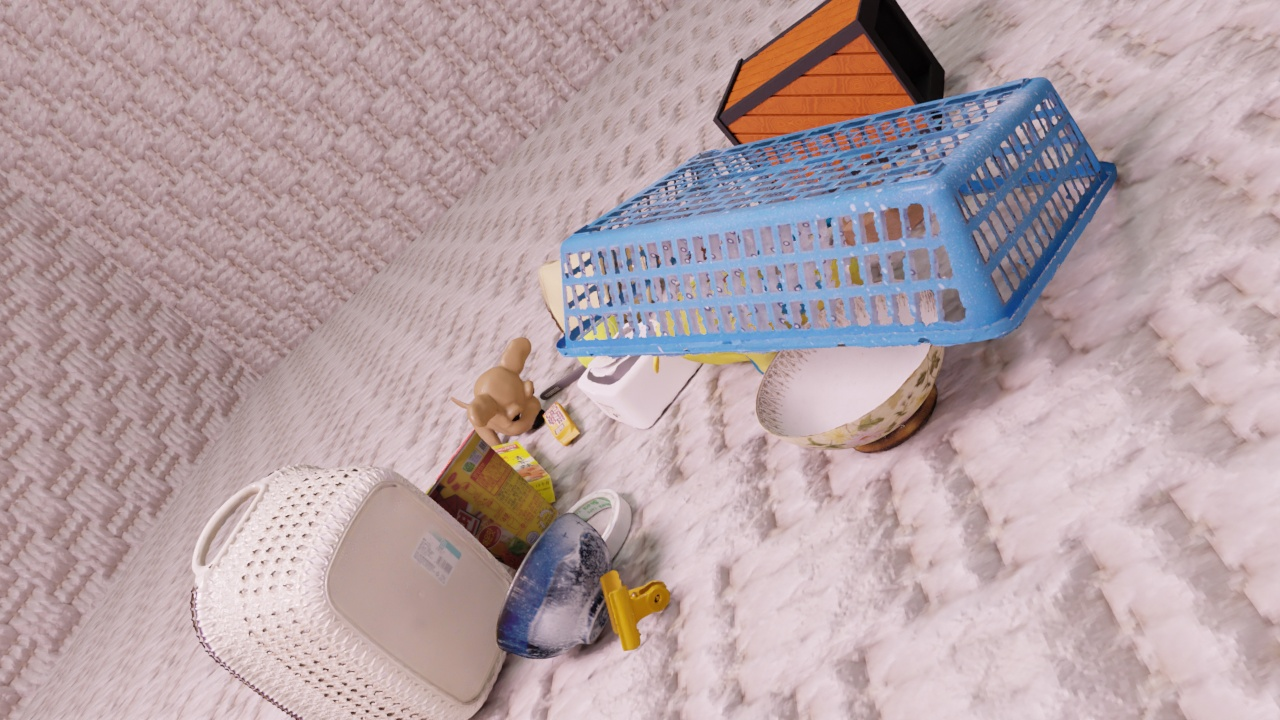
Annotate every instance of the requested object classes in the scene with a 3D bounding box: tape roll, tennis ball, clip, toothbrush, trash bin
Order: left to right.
[{"bbox_3d":[-0.048,0.154,0.799,0.094,0.018,0.093,-38,23,19],"label":"tape roll"},{"bbox_3d":[-0.059,0.004,1.088,0.168,0.013,0.013,-34,33,27],"label":"toothbrush"},{"bbox_3d":[-0.043,-0.019,1.028,0.065,0.065,0.065,-37,23,19],"label":"tennis ball"},{"bbox_3d":[-0.005,0.175,0.659,0.048,0.054,0.046,-3,21,31],"label":"clip"},{"bbox_3d":[0.197,-0.274,0.948,0.172,0.139,0.139,-27,28,37],"label":"trash bin"},{"bbox_3d":[0.219,-0.141,0.827,0.094,0.027,0.093,-37,23,19],"label":"tape roll"}]

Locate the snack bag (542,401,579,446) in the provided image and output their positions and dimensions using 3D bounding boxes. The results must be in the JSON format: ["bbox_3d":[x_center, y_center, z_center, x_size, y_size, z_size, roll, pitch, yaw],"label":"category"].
[{"bbox_3d":[-0.088,0.069,1.015,0.026,0.020,0.099,-44,22,0],"label":"snack bag"}]

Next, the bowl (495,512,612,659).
[{"bbox_3d":[-0.053,0.178,0.689,0.114,0.061,0.115,-54,-22,-34],"label":"bowl"}]

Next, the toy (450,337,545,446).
[{"bbox_3d":[-0.167,0.053,1.088,0.108,0.106,0.133,-45,14,51],"label":"toy"}]

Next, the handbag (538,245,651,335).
[{"bbox_3d":[-0.053,-0.082,1.107,0.081,0.111,0.120,-14,-1,-45],"label":"handbag"}]

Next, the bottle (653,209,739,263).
[{"bbox_3d":[0.062,-0.140,1.052,0.067,0.068,0.157,-51,23,-14],"label":"bottle"}]

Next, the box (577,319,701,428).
[{"bbox_3d":[-0.013,-0.002,0.912,0.102,0.095,0.107,-51,25,-12],"label":"box"}]

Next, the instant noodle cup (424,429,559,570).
[{"bbox_3d":[-0.140,0.136,0.847,0.100,0.112,0.100,-51,5,7],"label":"instant noodle cup"}]

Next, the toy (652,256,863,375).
[{"bbox_3d":[0.093,-0.035,0.790,0.148,0.084,0.214,-29,15,-24],"label":"toy"}]

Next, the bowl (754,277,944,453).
[{"bbox_3d":[0.154,0.016,0.623,0.145,0.063,0.145,-37,24,19],"label":"bowl"}]

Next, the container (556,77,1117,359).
[{"bbox_3d":[0.120,-0.105,0.671,0.363,0.089,0.256,-2,28,42],"label":"container"}]

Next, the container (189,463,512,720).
[{"bbox_3d":[-0.217,0.196,0.747,0.144,0.251,0.184,-17,37,33],"label":"container"}]

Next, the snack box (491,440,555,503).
[{"bbox_3d":[-0.130,0.120,0.968,0.040,0.029,0.148,-14,15,-18],"label":"snack box"}]

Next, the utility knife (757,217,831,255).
[{"bbox_3d":[0.138,-0.116,0.853,0.174,0.015,0.031,-22,17,-28],"label":"utility knife"}]

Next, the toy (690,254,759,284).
[{"bbox_3d":[0.081,-0.071,0.930,0.118,0.043,0.092,-41,21,7],"label":"toy"}]
